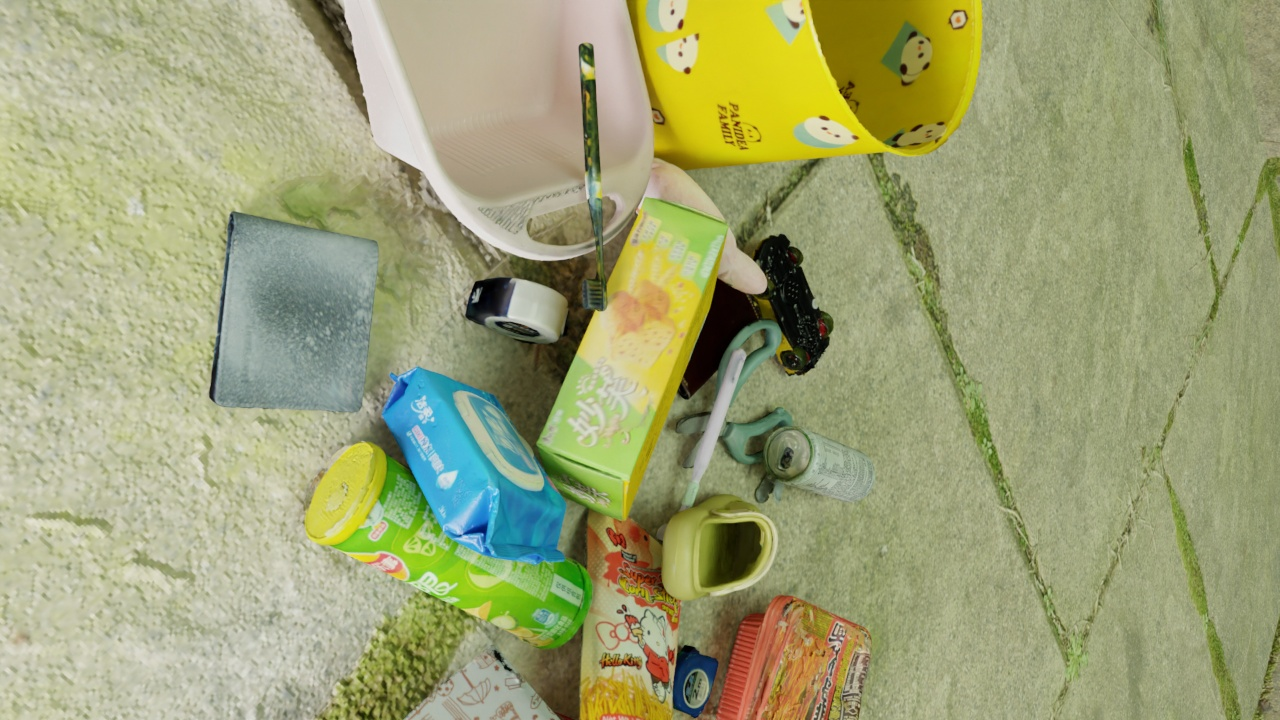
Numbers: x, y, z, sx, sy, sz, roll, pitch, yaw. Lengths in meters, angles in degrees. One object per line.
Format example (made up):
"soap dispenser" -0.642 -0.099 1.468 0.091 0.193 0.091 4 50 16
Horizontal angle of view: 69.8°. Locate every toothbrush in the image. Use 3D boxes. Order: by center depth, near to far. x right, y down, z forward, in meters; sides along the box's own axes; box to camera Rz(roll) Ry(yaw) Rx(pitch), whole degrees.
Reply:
"toothbrush" -0.035 -0.126 0.629 0.017 0.012 0.186 -2 88 -31
"toothbrush" 0.059 0.077 0.834 0.029 0.021 0.189 25 84 -36

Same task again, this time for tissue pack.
"tissue pack" -0.107 0.071 0.619 0.052 0.157 0.095 -43 150 10

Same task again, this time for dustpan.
"dustpan" -0.076 -0.217 0.613 0.221 0.139 0.274 -28 133 -38

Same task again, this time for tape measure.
"tape measure" -0.088 -0.037 0.685 0.065 0.066 0.033 24 73 -41
"tape measure" 0.044 0.294 0.843 0.054 0.025 0.058 36 63 -36

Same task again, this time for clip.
"clip" 0.137 0.121 0.935 0.025 0.030 0.056 51 48 -34

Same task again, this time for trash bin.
"trash bin" 0.095 -0.259 0.723 0.229 0.256 0.229 -1 92 -43

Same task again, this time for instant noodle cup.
"instant noodle cup" 0.145 0.322 0.902 0.188 0.079 0.164 33 68 -40

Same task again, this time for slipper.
"slipper" 0.080 0.169 0.809 0.190 0.082 0.091 10 84 -65

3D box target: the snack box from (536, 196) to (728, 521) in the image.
"snack box" -0.004 0.004 0.704 0.158 0.070 0.209 94 18 -70

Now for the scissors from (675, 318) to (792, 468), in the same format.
"scissors" 0.097 0.030 0.878 0.172 0.019 0.179 0 103 -43

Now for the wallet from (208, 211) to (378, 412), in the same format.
"wallet" -0.222 -0.028 0.594 0.097 0.019 0.121 7 87 -41

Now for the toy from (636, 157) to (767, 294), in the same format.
"toy" 0.046 -0.111 0.777 0.054 0.121 0.159 -48 124 3

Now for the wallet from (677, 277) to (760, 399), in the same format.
"wallet" 0.059 -0.037 0.856 0.122 0.020 0.096 -43 115 -33

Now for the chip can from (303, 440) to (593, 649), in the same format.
"chip can" -0.126 0.137 0.649 0.221 0.073 0.072 40 65 -36

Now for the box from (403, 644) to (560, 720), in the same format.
"box" -0.145 0.330 0.622 0.178 0.124 0.274 -34 141 -38

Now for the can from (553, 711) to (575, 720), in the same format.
"can" -0.038 0.330 0.747 0.132 0.053 0.053 39 65 -36

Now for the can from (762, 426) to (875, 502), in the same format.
"can" 0.185 0.107 0.937 0.146 0.058 0.058 22 76 -49

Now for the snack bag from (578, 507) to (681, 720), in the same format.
"snack bag" -0.006 0.230 0.740 0.128 0.073 0.207 41 39 -35

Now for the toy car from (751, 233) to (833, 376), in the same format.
"toy car" 0.147 -0.056 0.923 0.071 0.041 0.156 -47 122 -32
